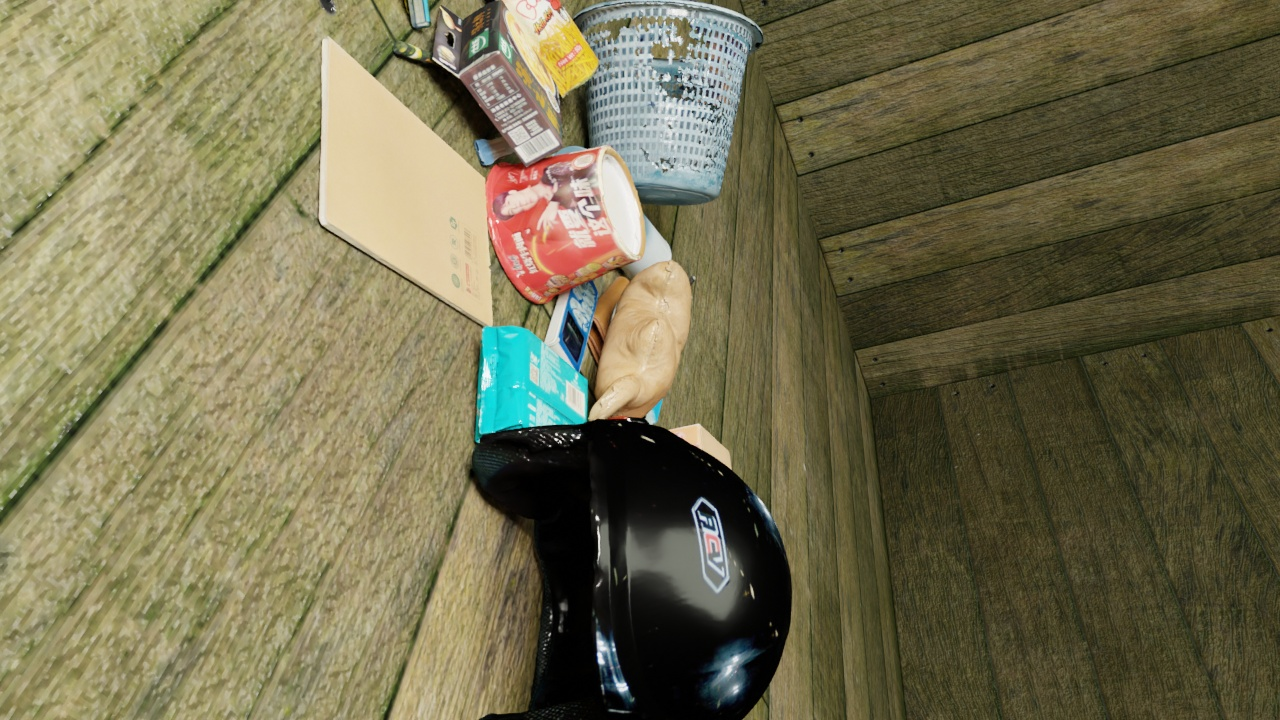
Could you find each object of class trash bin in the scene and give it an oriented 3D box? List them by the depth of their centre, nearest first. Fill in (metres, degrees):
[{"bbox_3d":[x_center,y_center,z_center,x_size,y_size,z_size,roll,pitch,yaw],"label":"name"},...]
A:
[{"bbox_3d":[0.024,-0.288,1.073,0.226,0.227,0.195,0,94,-71],"label":"trash bin"}]

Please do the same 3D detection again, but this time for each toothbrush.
[{"bbox_3d":[-0.161,-0.252,0.805,0.185,0.012,0.017,-19,106,-71],"label":"toothbrush"}]

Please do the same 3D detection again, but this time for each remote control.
[{"bbox_3d":[-0.068,-0.041,0.906,0.124,0.024,0.049,-80,150,-44],"label":"remote control"}]

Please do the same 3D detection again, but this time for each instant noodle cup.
[{"bbox_3d":[-0.064,-0.132,0.850,0.137,0.109,0.138,-13,90,-71],"label":"instant noodle cup"}]

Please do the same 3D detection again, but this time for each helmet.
[{"bbox_3d":[-0.006,0.159,0.634,0.275,0.230,0.233,122,-33,-60],"label":"helmet"}]

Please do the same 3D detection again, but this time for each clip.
[{"bbox_3d":[-0.133,-0.194,0.841,0.056,0.026,0.024,-39,112,-55],"label":"clip"}]

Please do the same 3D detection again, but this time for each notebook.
[{"bbox_3d":[-0.171,-0.125,0.697,0.207,0.008,0.147,38,42,-61],"label":"notebook"}]

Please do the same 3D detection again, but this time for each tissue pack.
[{"bbox_3d":[-0.089,0.037,0.752,0.133,0.050,0.093,46,37,-56],"label":"tissue pack"}]

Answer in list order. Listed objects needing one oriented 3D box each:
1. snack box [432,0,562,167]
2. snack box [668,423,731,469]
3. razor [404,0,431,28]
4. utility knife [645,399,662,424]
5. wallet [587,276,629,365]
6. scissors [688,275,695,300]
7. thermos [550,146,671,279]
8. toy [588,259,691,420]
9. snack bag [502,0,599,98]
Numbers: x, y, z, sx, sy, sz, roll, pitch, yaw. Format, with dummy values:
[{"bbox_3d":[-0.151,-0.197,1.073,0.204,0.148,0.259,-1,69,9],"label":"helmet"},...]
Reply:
[{"bbox_3d":[-0.122,-0.252,0.810,0.126,0.053,0.113,53,19,-40],"label":"snack box"},{"bbox_3d":[0.033,0.119,0.890,0.093,0.094,0.077,44,37,-58],"label":"snack box"},{"bbox_3d":[-0.179,-0.337,0.785,0.043,0.028,0.132,90,6,-50],"label":"razor"},{"bbox_3d":[0.018,0.041,1.108,0.202,0.018,0.034,-75,147,-52],"label":"utility knife"},{"bbox_3d":[-0.022,-0.024,1.017,0.131,0.031,0.108,-59,131,-62],"label":"wallet"},{"bbox_3d":[0.033,-0.075,1.044,0.235,0.021,0.160,110,-15,-57],"label":"scissors"},{"bbox_3d":[-0.033,-0.162,1.030,0.220,0.070,0.070,42,38,-58],"label":"thermos"},{"bbox_3d":[-0.005,0.005,0.876,0.225,0.082,0.144,-72,177,-47],"label":"toy"},{"bbox_3d":[-0.124,-0.376,0.940,0.208,0.073,0.128,57,26,-28],"label":"snack bag"}]
